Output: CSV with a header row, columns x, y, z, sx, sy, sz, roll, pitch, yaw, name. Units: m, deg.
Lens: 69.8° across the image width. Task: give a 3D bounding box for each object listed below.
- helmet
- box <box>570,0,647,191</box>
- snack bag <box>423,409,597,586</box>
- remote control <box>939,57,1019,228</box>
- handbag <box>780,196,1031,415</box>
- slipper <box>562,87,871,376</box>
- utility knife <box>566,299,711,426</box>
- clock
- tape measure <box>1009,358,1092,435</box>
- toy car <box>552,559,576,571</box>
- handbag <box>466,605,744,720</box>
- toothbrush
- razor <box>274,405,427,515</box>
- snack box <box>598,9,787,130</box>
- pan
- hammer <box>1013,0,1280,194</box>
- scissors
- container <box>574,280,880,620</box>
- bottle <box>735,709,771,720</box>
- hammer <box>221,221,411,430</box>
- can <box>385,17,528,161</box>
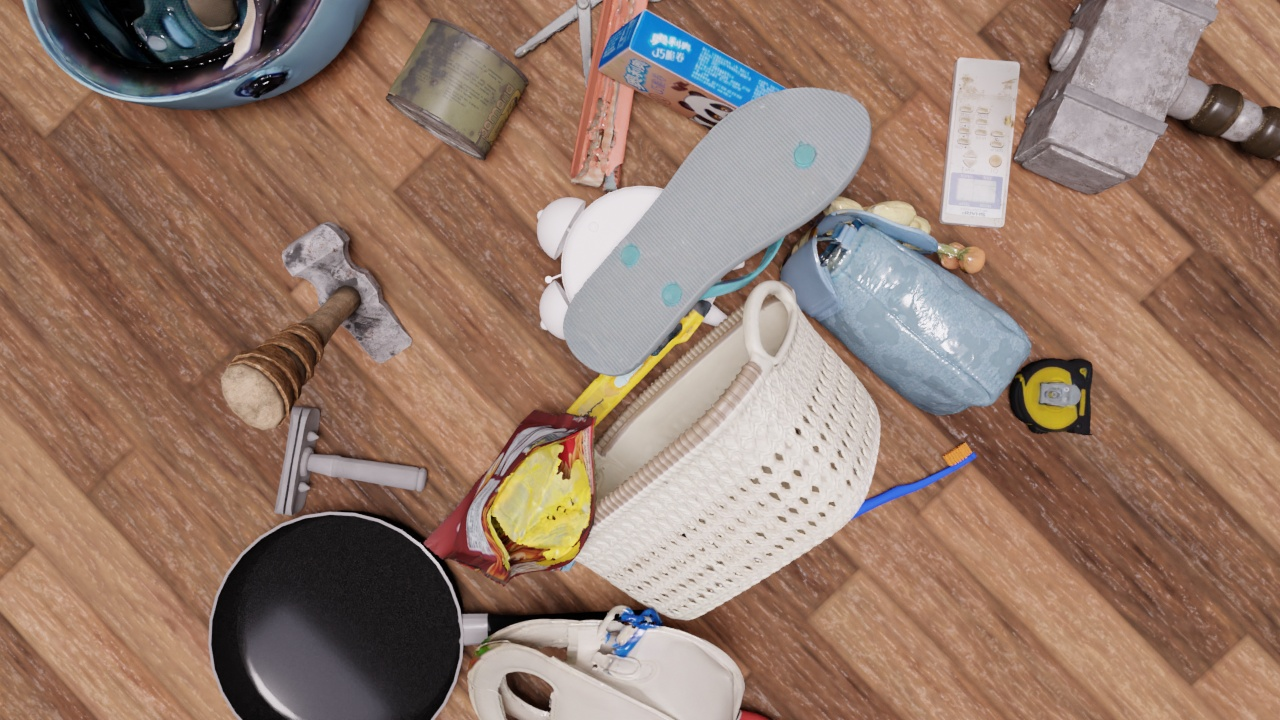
x,y,z,sx,sy,sz,roll,pitch,yaw,name
-0.321,-0.298,0.705,0.265,0.167,0.225,-35,85,0,helmet
-0.026,-0.232,0.745,0.056,0.059,0.187,12,93,27,box
-0.095,0.089,0.656,0.066,0.208,0.138,36,74,-18,snack bag
0.277,-0.177,0.749,0.050,0.011,0.136,6,90,3,remote control
0.204,-0.050,0.701,0.192,0.122,0.118,38,81,3,handbag
0.050,-0.097,0.674,0.269,0.054,0.098,-41,78,7,slipper
-0.004,0.004,0.711,0.030,0.017,0.151,43,109,-5,utility knife
-0.002,-0.074,0.728,0.161,0.073,0.125,-1,94,2,clock
0.329,0.029,0.733,0.061,0.034,0.061,0,88,5,tape measure
-0.071,0.122,0.757,0.060,0.027,0.107,8,90,3,toy car
-0.029,0.255,0.673,0.199,0.092,0.201,20,130,10,handbag
0.189,0.113,0.749,0.182,0.016,0.018,-26,83,2,toothbrush
-0.236,0.091,0.762,0.116,0.047,0.088,10,90,-5,razor
0.049,-0.208,0.701,0.151,0.087,0.034,22,90,-19,snack box
-0.168,0.220,0.751,0.355,0.044,0.204,-3,91,0,pan
0.474,-0.179,0.705,0.326,0.079,0.177,24,91,3,hammer
-0.049,-0.314,0.767,0.141,0.014,0.175,-16,91,0,scissors
0.050,0.071,0.656,0.143,0.184,0.247,41,127,-8,container
0.109,0.334,0.728,0.062,0.062,0.176,-44,87,2,bottle
-0.221,-0.019,0.626,0.049,0.318,0.121,-32,106,2,hammer
-0.145,-0.216,0.733,0.090,0.090,0.074,30,90,3,can
